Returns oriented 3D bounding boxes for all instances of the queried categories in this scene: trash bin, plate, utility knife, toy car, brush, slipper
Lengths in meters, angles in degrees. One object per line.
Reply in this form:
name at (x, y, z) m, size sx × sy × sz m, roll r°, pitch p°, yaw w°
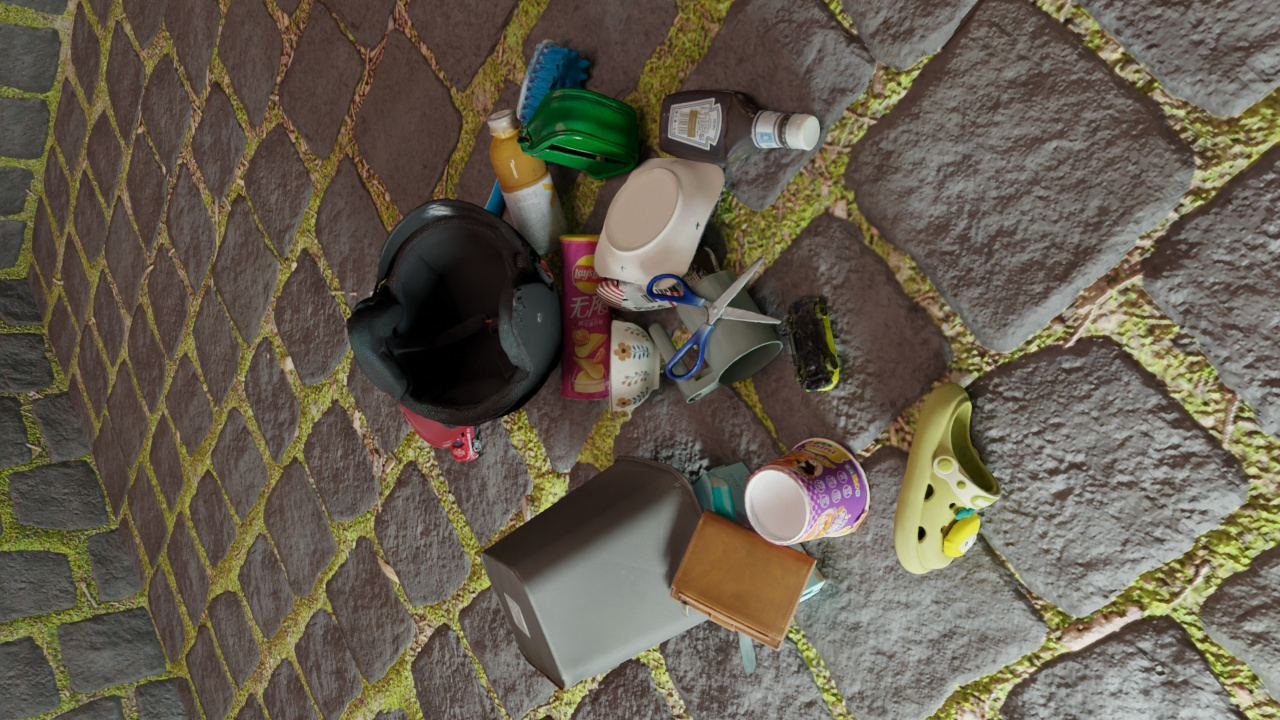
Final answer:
trash bin at (-0.046, 0.247, 1.070) m, size 0.199 × 0.219 × 0.199 m, roll 2°, pitch 115°, yaw 63°
plate at (0.010, -0.170, 1.075) m, size 0.164 × 0.034 × 0.163 m, roll 16°, pitch 80°, yaw 45°
utility knife at (0.103, 0.235, 1.012) m, size 0.029 × 0.013 × 0.221 m, roll -10°, pitch 87°, yaw 41°
toy car at (-0.287, 0.101, 1.441) m, size 0.053 × 0.045 × 0.120 m, roll -12°, pitch 91°, yaw 45°
toy car at (0.187, -0.018, 0.985) m, size 0.048 × 0.032 × 0.105 m, roll -24°, pitch 69°, yaw 43°
brush at (-0.154, -0.286, 1.253) m, size 0.109 × 0.060 × 0.315 m, roll 43°, pitch 126°, yaw 36°
slipper at (0.295, 0.118, 0.868) m, size 0.082 × 0.091 × 0.190 m, roll 15°, pitch 103°, yaw 39°

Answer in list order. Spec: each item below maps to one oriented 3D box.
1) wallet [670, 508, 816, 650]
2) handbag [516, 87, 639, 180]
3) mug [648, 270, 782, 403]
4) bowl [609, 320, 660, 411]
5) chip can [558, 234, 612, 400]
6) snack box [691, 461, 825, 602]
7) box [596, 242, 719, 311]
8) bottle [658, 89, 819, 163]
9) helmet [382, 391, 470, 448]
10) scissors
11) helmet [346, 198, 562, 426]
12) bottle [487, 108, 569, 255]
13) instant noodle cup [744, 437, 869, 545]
wallet at (0.104, 0.239, 0.978) m, size 0.131 × 0.035 × 0.119 m, roll 23°, pitch 91°, yaw 18°
handbag at (-0.074, -0.273, 1.122) m, size 0.120 × 0.131 × 0.068 m, roll -12°, pitch 73°, yaw 50°
mug at (0.081, -0.027, 1.032) m, size 0.124 × 0.083 × 0.103 m, roll -31°, pitch 69°, yaw 5°
bowl at (-0.007, 0.007, 1.136) m, size 0.062 × 0.113 × 0.113 m, roll 0°, pitch 99°, yaw 2°
chip can at (-0.070, -0.057, 1.192) m, size 0.071 × 0.071 × 0.210 m, roll 10°, pitch 104°, yaw 42°
snack box at (0.128, 0.202, 1.046) m, size 0.175 × 0.074 × 0.052 m, roll 56°, pitch 129°, yaw 21°
box at (0.017, -0.086, 1.099) m, size 0.164 × 0.081 × 0.075 m, roll -8°, pitch 119°, yaw 37°
bottle at (0.106, -0.257, 1.015) m, size 0.195 × 0.043 × 0.080 m, roll 16°, pitch 107°, yaw 40°
helmet at (-0.279, -0.009, 1.322) m, size 0.144 × 0.206 × 0.240 m, roll -28°, pitch 82°, yaw 20°
scissors at (0.070, -0.050, 0.992) m, size 0.176 × 0.012 × 0.162 m, roll 30°, pitch 107°, yaw 32°
helmet at (-0.213, -0.055, 1.144) m, size 0.234 × 0.230 × 0.274 m, roll -9°, pitch 86°, yaw 13°
bottle at (-0.149, -0.231, 1.194) m, size 0.068 × 0.067 × 0.190 m, roll 14°, pitch 133°, yaw 41°
instant noodle cup at (0.172, 0.144, 0.980) m, size 0.112 × 0.099 × 0.111 m, roll 6°, pitch 99°, yaw 42°
